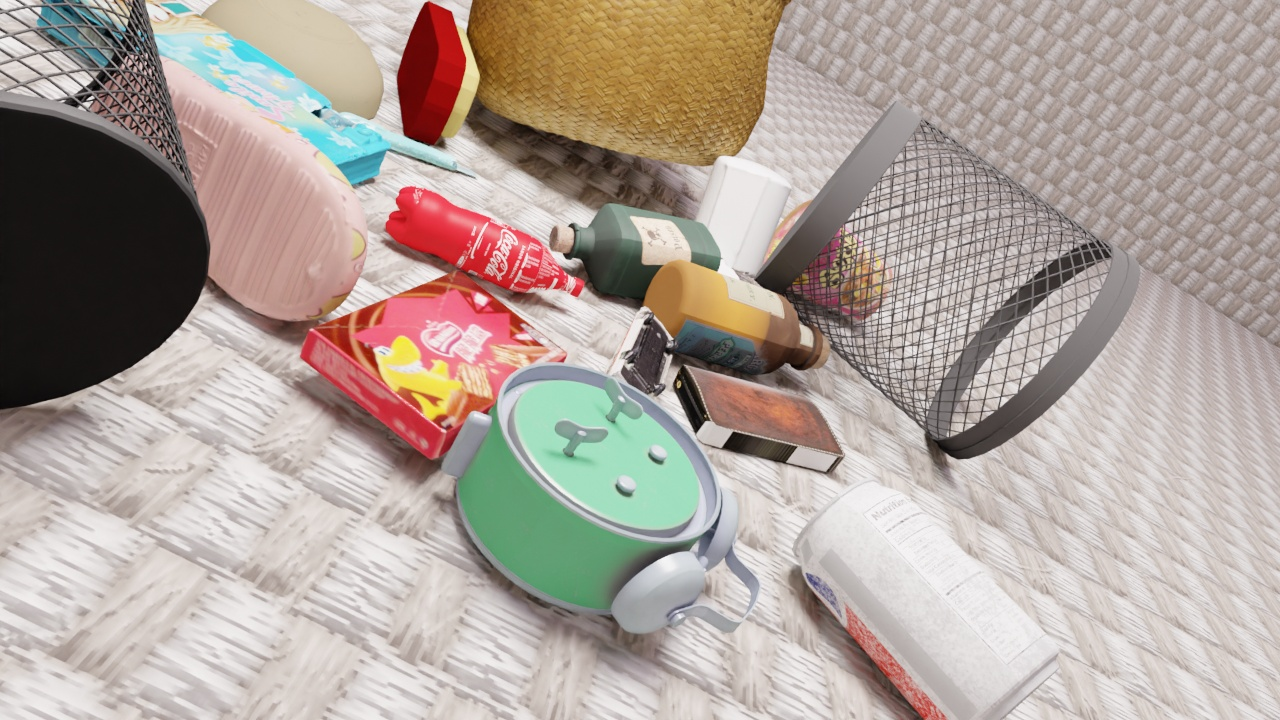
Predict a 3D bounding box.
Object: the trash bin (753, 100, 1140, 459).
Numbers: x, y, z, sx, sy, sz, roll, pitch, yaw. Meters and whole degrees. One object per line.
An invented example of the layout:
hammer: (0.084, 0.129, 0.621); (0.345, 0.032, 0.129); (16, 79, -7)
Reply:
trash bin: (0.244, -0.073, 0.776); (0.227, 0.218, 0.217); (38, 27, 1)

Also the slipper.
slipper: (-0.220, -0.102, 0.518); (0.197, 0.093, 0.081); (37, 17, 13)

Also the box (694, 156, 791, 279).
box: (0.077, -0.116, 0.833); (0.083, 0.140, 0.141); (20, 10, 8)

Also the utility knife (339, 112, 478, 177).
utility knife: (-0.189, -0.176, 0.752); (0.126, 0.015, 0.022); (16, 32, -32)

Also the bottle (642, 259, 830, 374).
bottle: (0.083, -0.025, 0.720); (0.156, 0.068, 0.067); (16, 31, -28)

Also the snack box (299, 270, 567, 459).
snack box: (-0.107, -0.003, 0.503); (0.089, 0.021, 0.132); (36, 28, 8)

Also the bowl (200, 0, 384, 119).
bowl: (-0.281, -0.259, 0.756); (0.152, 0.051, 0.152); (24, 28, -14)

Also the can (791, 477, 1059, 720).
can: (0.154, 0.136, 0.509); (0.078, 0.078, 0.136); (-2, 42, -48)

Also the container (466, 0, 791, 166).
container: (-0.022, -0.311, 0.897); (0.307, 0.197, 0.306); (15, 16, -5)

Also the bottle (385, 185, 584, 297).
bottle: (-0.105, -0.077, 0.641); (0.141, 0.042, 0.041); (23, 28, -17)

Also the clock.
clock: (-0.008, 0.070, 0.454); (0.161, 0.075, 0.121); (37, 27, 9)

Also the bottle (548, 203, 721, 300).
bottle: (-0.008, -0.086, 0.729); (0.131, 0.061, 0.061); (8, 37, -27)

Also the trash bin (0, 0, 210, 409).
trash bin: (-0.278, -0.104, 0.369); (0.183, 0.184, 0.210); (0, 46, -46)

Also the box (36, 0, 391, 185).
box: (-0.293, -0.195, 0.644); (0.227, 0.041, 0.094); (32, 27, 1)

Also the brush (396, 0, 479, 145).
brush: (-0.180, -0.255, 0.819); (0.041, 0.082, 0.173); (16, 31, -28)

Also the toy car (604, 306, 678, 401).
toy car: (-0.004, 0.003, 0.616); (0.039, 0.039, 0.112); (51, 22, -14)

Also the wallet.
wallet: (0.087, 0.041, 0.664); (0.123, 0.019, 0.072); (15, 31, -30)

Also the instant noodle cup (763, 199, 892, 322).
instant noodle cup: (0.195, -0.095, 0.939); (0.108, 0.098, 0.097); (30, 26, -22)
